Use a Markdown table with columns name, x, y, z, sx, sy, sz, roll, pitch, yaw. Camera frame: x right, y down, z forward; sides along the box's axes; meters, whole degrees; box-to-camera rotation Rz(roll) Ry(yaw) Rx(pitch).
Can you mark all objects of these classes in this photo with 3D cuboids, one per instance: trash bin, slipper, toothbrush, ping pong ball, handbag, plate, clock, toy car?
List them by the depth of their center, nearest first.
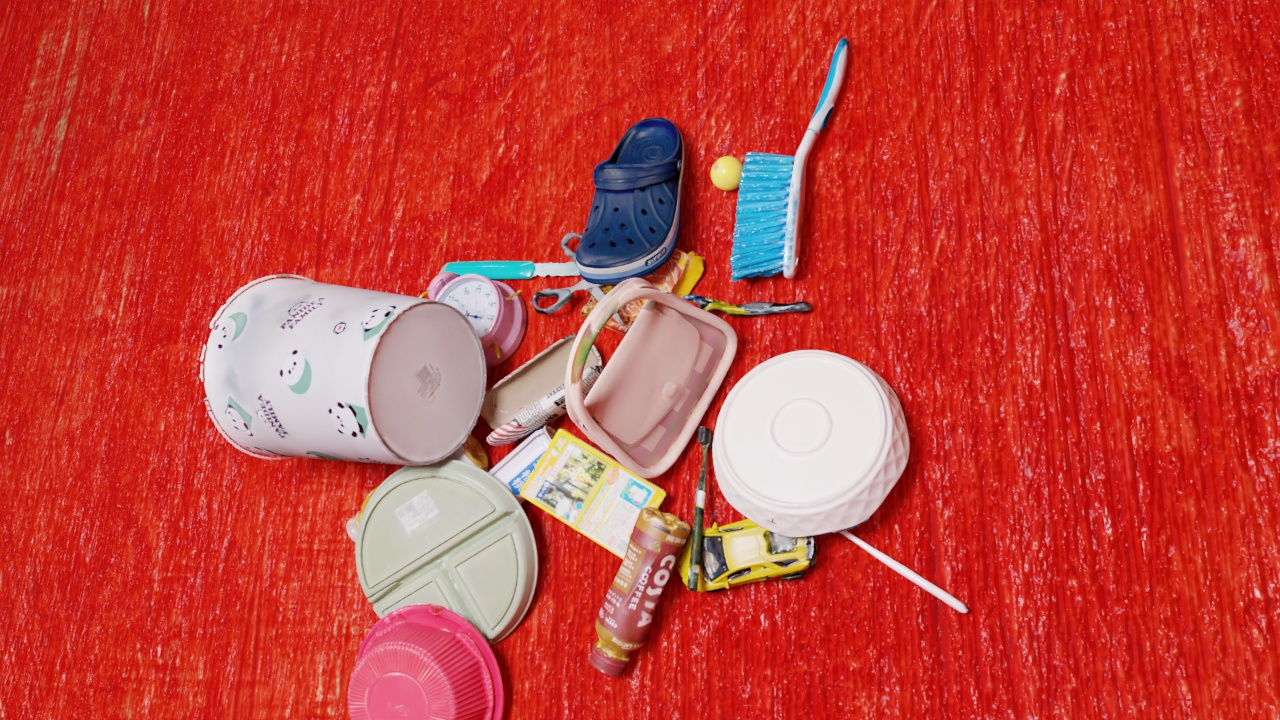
| name | x | y | z | sx | sy | sz | roll | pitch | yaw |
| --- | --- | --- | --- | --- | --- | --- | --- | --- | --- |
| toothbrush | 0.244 | 0.194 | 0.912 | 0.180 | 0.016 | 0.016 | 33 | 82 | 28 |
| plate | 0.168 | 0.076 | 0.941 | 0.205 | 0.045 | 0.204 | -11 | 57 | 18 |
| handbag | -0.006 | 0.006 | 0.950 | 0.093 | 0.234 | 0.193 | 28 | 85 | 31 |
| toy car | 0.108 | 0.200 | 0.953 | 0.156 | 0.041 | 0.071 | -17 | 67 | 19 |
| toothbrush | 0.062 | 0.153 | 0.973 | 0.012 | 0.017 | 0.185 | -9 | 55 | 26 |
| plate | -0.228 | 0.227 | 1.048 | 0.230 | 0.027 | 0.230 | 1 | 94 | 15 |
| slipper | -0.004 | -0.199 | 1.061 | 0.105 | 0.095 | 0.252 | 3 | 54 | 21 |
| trash bin | -0.333 | 0.017 | 1.069 | 0.252 | 0.229 | 0.229 | 5 | 76 | 32 |
| ping pong ball | 0.103 | -0.221 | 1.084 | 0.040 | 0.040 | 0.040 | -7 | 72 | 21 |
| clock | -0.224 | -0.054 | 1.158 | 0.159 | 0.060 | 0.117 | 8 | 77 | 27 |

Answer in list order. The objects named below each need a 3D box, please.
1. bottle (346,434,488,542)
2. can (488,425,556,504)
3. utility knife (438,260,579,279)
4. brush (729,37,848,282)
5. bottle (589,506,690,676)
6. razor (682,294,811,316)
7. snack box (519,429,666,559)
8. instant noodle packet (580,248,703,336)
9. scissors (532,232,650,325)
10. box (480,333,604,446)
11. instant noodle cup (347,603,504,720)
| name | x | y | z | sx | sy | sz | roll | pitch | yaw |
| --- | --- | --- | --- | --- | --- | --- | --- | --- | --- |
| bottle | -0.272 | 0.159 | 1.108 | 0.190 | 0.068 | 0.068 | -35 | 64 | 10 |
| can | -0.144 | 0.137 | 1.070 | 0.135 | 0.053 | 0.053 | -41 | 63 | 6 |
| utility knife | -0.169 | -0.114 | 1.180 | 0.223 | 0.013 | 0.029 | 2 | 77 | 25 |
| brush | 0.173 | -0.234 | 1.056 | 0.109 | 0.060 | 0.314 | 3 | 73 | 18 |
| bottle | -0.004 | 0.245 | 0.969 | 0.057 | 0.057 | 0.175 | 23 | 92 | 27 |
| razor | 0.121 | -0.060 | 1.035 | 0.143 | 0.042 | 0.022 | 4 | 95 | 18 |
| snack box | -0.052 | 0.147 | 1.014 | 0.140 | 0.034 | 0.087 | 31 | 87 | 4 |
| instant noodle packet | 0.002 | -0.088 | 1.084 | 0.111 | 0.044 | 0.128 | 29 | 87 | 25 |
| scissors | -0.062 | -0.094 | 1.094 | 0.181 | 0.014 | 0.159 | -20 | 59 | 29 |
| box | -0.116 | 0.040 | 1.070 | 0.162 | 0.087 | 0.076 | -32 | 104 | 6 |
| instant noodle cup | -0.249 | 0.371 | 1.010 | 0.194 | 0.065 | 0.194 | 0 | 91 | 18 |
